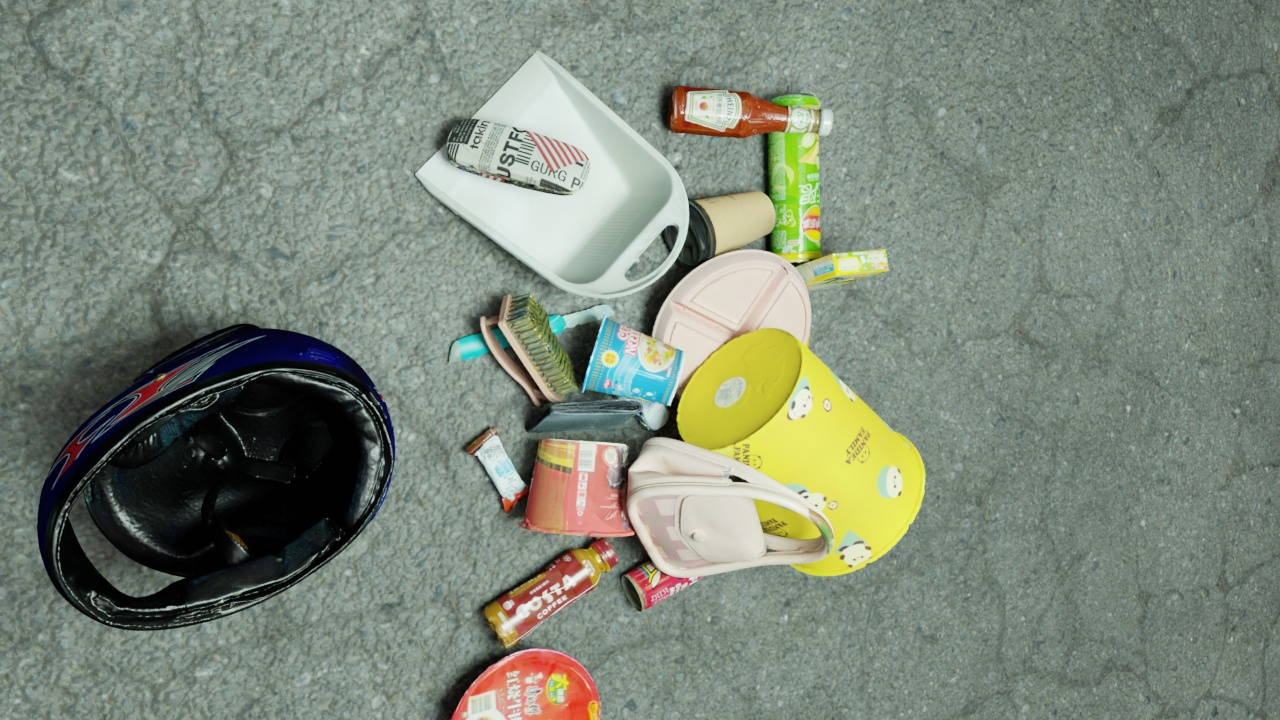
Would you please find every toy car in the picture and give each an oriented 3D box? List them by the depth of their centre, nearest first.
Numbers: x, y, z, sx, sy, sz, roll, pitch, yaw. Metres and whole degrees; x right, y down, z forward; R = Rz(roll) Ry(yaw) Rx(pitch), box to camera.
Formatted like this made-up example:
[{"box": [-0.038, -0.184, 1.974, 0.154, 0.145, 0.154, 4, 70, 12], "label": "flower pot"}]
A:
[{"box": [0.003, 0.053, 1.182, 0.042, 0.034, 0.090, -49, 115, -17], "label": "toy car"}]

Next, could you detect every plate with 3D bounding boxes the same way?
[{"box": [0.123, -0.033, 1.187, 0.229, 0.028, 0.230, -11, 122, -19], "label": "plate"}]

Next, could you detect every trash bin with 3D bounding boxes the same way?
[{"box": [0.193, 0.109, 1.154, 0.255, 0.230, 0.229, 44, 76, -31], "label": "trash bin"}]

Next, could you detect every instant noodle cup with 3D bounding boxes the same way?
[{"box": [-0.070, 0.151, 1.104, 0.137, 0.138, 0.108, 7, 84, -27], "label": "instant noodle cup"}, {"box": [-0.007, 0.007, 1.116, 0.110, 0.099, 0.099, 16, 88, -3], "label": "instant noodle cup"}, {"box": [-0.149, 0.439, 1.128, 0.193, 0.066, 0.194, -3, 97, -27], "label": "instant noodle cup"}]

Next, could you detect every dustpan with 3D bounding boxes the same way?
[{"box": [-0.077, -0.198, 1.057, 0.258, 0.143, 0.222, 46, 75, -24], "label": "dustpan"}]

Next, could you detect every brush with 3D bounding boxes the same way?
[{"box": [-0.129, -0.006, 1.087, 0.073, 0.063, 0.146, -20, 124, 12], "label": "brush"}]

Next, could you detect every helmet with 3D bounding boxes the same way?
[{"box": [-0.396, 0.105, 0.868, 0.314, 0.241, 0.247, -30, 109, -32], "label": "helmet"}]

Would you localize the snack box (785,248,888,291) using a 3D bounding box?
[{"box": [0.252, -0.117, 1.226, 0.086, 0.141, 0.033, -8, 89, -25], "label": "snack box"}]

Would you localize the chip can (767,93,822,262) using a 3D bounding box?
[{"box": [0.206, -0.243, 1.229, 0.072, 0.073, 0.221, -6, 98, -26], "label": "chip can"}]

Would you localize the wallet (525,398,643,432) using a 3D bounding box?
[{"box": [-0.069, 0.070, 1.115, 0.120, 0.097, 0.019, 0, 71, -25], "label": "wallet"}]

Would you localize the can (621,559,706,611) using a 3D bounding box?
[{"box": [0.044, 0.278, 1.213, 0.132, 0.053, 0.053, -23, 105, -22], "label": "can"}]

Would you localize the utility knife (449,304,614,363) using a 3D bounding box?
[{"box": [-0.130, -0.036, 1.117, 0.217, 0.013, 0.029, -16, 104, -22], "label": "utility knife"}]

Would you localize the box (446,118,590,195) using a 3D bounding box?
[{"box": [-0.136, -0.230, 1.030, 0.164, 0.051, 0.068, 12, 55, -1], "label": "box"}]

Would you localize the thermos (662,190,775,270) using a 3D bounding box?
[{"box": [0.102, -0.174, 1.180, 0.143, 0.093, 0.093, -22, 105, -30], "label": "thermos"}]

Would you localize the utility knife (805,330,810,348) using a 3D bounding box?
[{"box": [0.228, -0.001, 1.296, 0.033, 0.015, 0.171, -10, 100, -22], "label": "utility knife"}]

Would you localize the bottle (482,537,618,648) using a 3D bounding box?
[{"box": [-0.108, 0.283, 1.136, 0.174, 0.057, 0.057, -31, 108, -21], "label": "bottle"}]

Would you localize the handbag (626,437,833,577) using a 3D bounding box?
[{"box": [0.110, 0.185, 1.075, 0.193, 0.234, 0.093, 68, 33, -45], "label": "handbag"}]

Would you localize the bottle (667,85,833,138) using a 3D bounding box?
[{"box": [0.139, -0.309, 1.158, 0.206, 0.060, 0.060, 4, 94, -4], "label": "bottle"}]

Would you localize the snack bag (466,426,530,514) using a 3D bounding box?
[{"box": [-0.168, 0.133, 1.108, 0.048, 0.026, 0.104, -40, 110, -24], "label": "snack bag"}]
